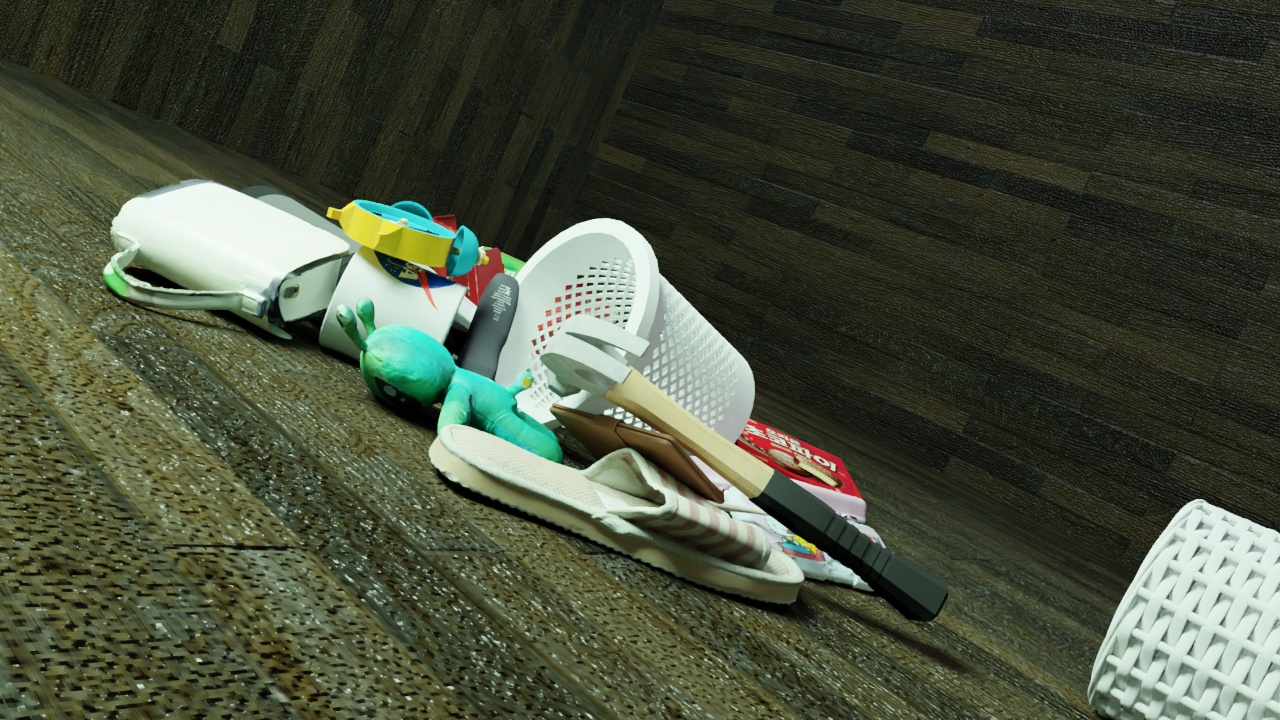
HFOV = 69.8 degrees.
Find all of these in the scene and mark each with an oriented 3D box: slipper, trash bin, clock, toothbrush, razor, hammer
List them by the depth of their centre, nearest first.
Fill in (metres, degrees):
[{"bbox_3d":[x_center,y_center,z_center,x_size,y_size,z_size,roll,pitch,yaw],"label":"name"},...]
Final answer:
[{"bbox_3d":[-0.007,0.091,0.597,0.263,0.052,0.115,23,4,-15],"label":"slipper"},{"bbox_3d":[0.073,0.078,0.647,0.328,0.039,0.131,35,-16,-2],"label":"hammer"},{"bbox_3d":[0.045,0.110,0.686,0.181,0.016,0.018,11,48,-11],"label":"toothbrush"},{"bbox_3d":[-0.187,-0.103,0.754,0.099,0.044,0.129,27,13,28],"label":"clock"},{"bbox_3d":[-0.134,-0.019,0.798,0.047,0.142,0.052,23,-34,-15],"label":"razor"},{"bbox_3d":[-0.005,0.005,0.848,0.199,0.195,0.195,33,-1,-41],"label":"trash bin"},{"bbox_3d":[-0.197,-0.019,0.875,0.121,0.042,0.091,28,6,32],"label":"clock"}]

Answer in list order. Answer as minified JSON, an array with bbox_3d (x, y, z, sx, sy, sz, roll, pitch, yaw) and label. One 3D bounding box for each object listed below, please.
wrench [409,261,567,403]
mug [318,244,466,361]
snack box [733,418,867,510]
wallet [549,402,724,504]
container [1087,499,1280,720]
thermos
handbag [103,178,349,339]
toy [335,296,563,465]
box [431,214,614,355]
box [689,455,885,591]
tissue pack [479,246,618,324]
[{"bbox_3d":[-0.147,-0.031,0.870,0.273,0.018,0.066,41,30,-31],"label":"wrench"},{"bbox_3d":[-0.205,-0.039,0.772,0.090,0.091,0.121,24,4,-11],"label":"mug"},{"bbox_3d":[0.165,0.123,1.037,0.152,0.036,0.132,24,16,-7],"label":"snack box"},{"bbox_3d":[-0.003,0.066,0.666,0.121,0.013,0.087,12,-28,43],"label":"wallet"},{"bbox_3d":[0.458,0.223,0.657,0.187,0.189,0.189,28,6,40],"label":"container"},{"bbox_3d":[-0.327,-0.102,0.894,0.240,0.082,0.082,29,7,41],"label":"thermos"},{"bbox_3d":[-0.332,-0.067,0.702,0.151,0.074,0.175,24,24,6],"label":"handbag"},{"bbox_3d":[-0.137,0.018,0.674,0.193,0.072,0.130,33,3,-13],"label":"toy"},{"bbox_3d":[-0.126,-0.072,0.994,0.170,0.157,0.157,-6,22,-28],"label":"box"},{"bbox_3d":[0.134,0.131,0.790,0.201,0.066,0.154,20,7,-37],"label":"box"},{"bbox_3d":[-0.143,-0.054,1.161,0.197,0.120,0.141,29,-11,-15],"label":"tissue pack"}]
